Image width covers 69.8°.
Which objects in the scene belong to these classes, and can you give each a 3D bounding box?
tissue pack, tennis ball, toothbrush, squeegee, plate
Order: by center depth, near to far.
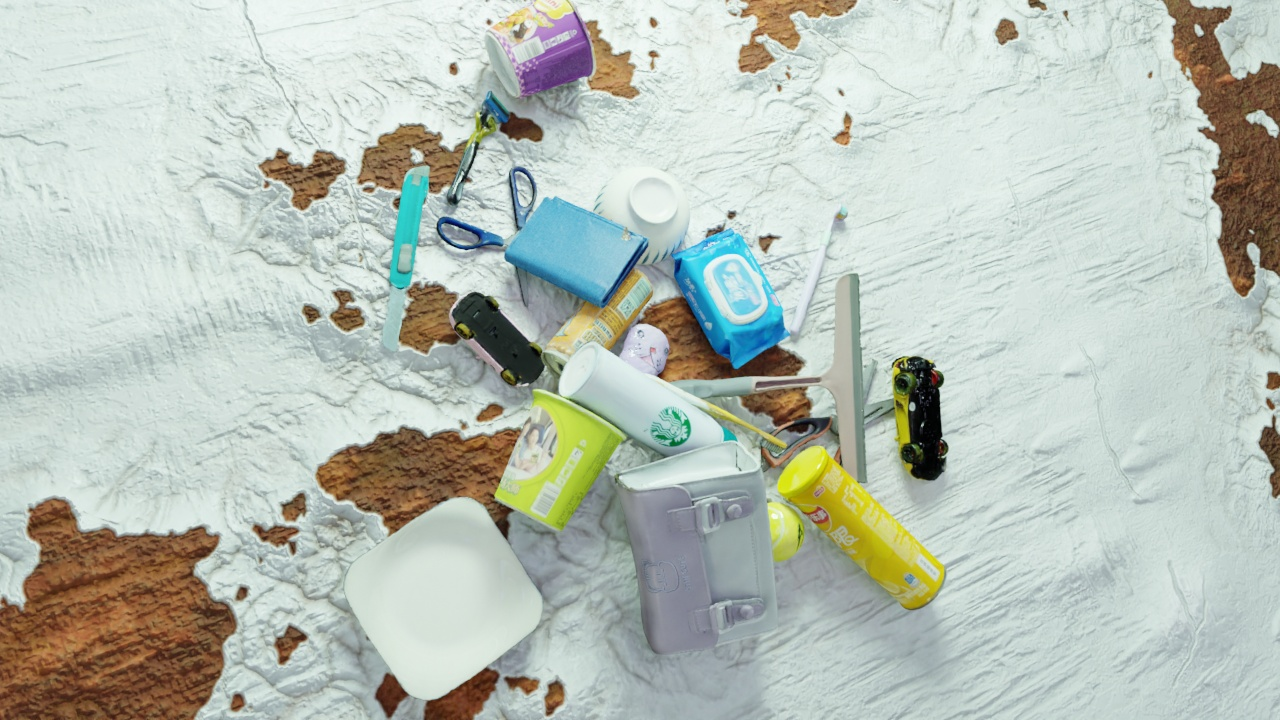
[{"bbox_3d":[-0.199,0.239,0.933,0.163,0.034,0.164,-32,88,-21],"label":"plate"},{"bbox_3d":[0.152,0.193,1.032,0.065,0.066,0.065,4,75,-16],"label":"tennis ball"},{"bbox_3d":[0.081,0.060,1.035,0.191,0.016,0.018,26,101,-10],"label":"toothbrush"},{"bbox_3d":[0.134,0.029,1.066,0.249,0.040,0.248,-4,97,-8],"label":"squeegee"},{"bbox_3d":[0.109,-0.076,1.093,0.094,0.052,0.157,-27,85,-21],"label":"tissue pack"},{"bbox_3d":[0.223,-0.114,1.155,0.021,0.029,0.189,13,70,29],"label":"toothbrush"}]

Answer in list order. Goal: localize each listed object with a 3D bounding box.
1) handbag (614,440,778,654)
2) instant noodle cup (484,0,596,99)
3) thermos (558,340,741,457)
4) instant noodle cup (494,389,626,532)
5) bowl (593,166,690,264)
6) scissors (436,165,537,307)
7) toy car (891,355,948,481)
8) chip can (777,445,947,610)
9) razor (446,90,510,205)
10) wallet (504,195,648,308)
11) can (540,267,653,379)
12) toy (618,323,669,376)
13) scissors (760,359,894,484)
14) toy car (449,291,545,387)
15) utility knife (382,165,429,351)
[{"bbox_3d":[0.061,0.198,0.955,0.145,0.098,0.197,-12,108,-8],"label":"handbag"},{"bbox_3d":[-0.121,-0.364,1.072,0.099,0.112,0.111,-30,87,-11],"label":"instant noodle cup"},{"bbox_3d":[0.020,0.063,0.988,0.224,0.073,0.073,33,68,-26],"label":"thermos"},{"bbox_3d":[-0.092,0.110,0.965,0.111,0.112,0.123,29,79,-8],"label":"instant noodle cup"},{"bbox_3d":[0.008,-0.178,1.080,0.116,0.066,0.116,4,76,-15],"label":"bowl"},{"bbox_3d":[-0.146,-0.147,1.056,0.173,0.012,0.162,17,73,-15],"label":"scissors"},{"bbox_3d":[0.340,0.071,1.125,0.071,0.041,0.156,-6,89,-36],"label":"toy car"},{"bbox_3d":[0.254,0.191,1.048,0.213,0.072,0.072,42,69,-10],"label":"chip can"},{"bbox_3d":[-0.194,-0.241,1.061,0.042,0.022,0.142,41,65,-52],"label":"razor"},{"bbox_3d":[-0.071,-0.125,1.029,0.133,0.040,0.106,27,66,15],"label":"wallet"},{"bbox_3d":[-0.047,-0.042,1.029,0.058,0.058,0.145,40,65,-4],"label":"can"},{"bbox_3d":[-0.006,0.006,1.043,0.084,0.039,0.107,40,68,-26],"label":"toy"},{"bbox_3d":[0.237,0.091,1.111,0.189,0.015,0.226,13,72,-13],"label":"scissors"},{"bbox_3d":[-0.158,-0.022,1.010,0.122,0.037,0.056,47,65,-15],"label":"toy car"},{"bbox_3d":[-0.260,-0.117,1.013,0.029,0.013,0.222,8,75,-15],"label":"utility knife"}]
